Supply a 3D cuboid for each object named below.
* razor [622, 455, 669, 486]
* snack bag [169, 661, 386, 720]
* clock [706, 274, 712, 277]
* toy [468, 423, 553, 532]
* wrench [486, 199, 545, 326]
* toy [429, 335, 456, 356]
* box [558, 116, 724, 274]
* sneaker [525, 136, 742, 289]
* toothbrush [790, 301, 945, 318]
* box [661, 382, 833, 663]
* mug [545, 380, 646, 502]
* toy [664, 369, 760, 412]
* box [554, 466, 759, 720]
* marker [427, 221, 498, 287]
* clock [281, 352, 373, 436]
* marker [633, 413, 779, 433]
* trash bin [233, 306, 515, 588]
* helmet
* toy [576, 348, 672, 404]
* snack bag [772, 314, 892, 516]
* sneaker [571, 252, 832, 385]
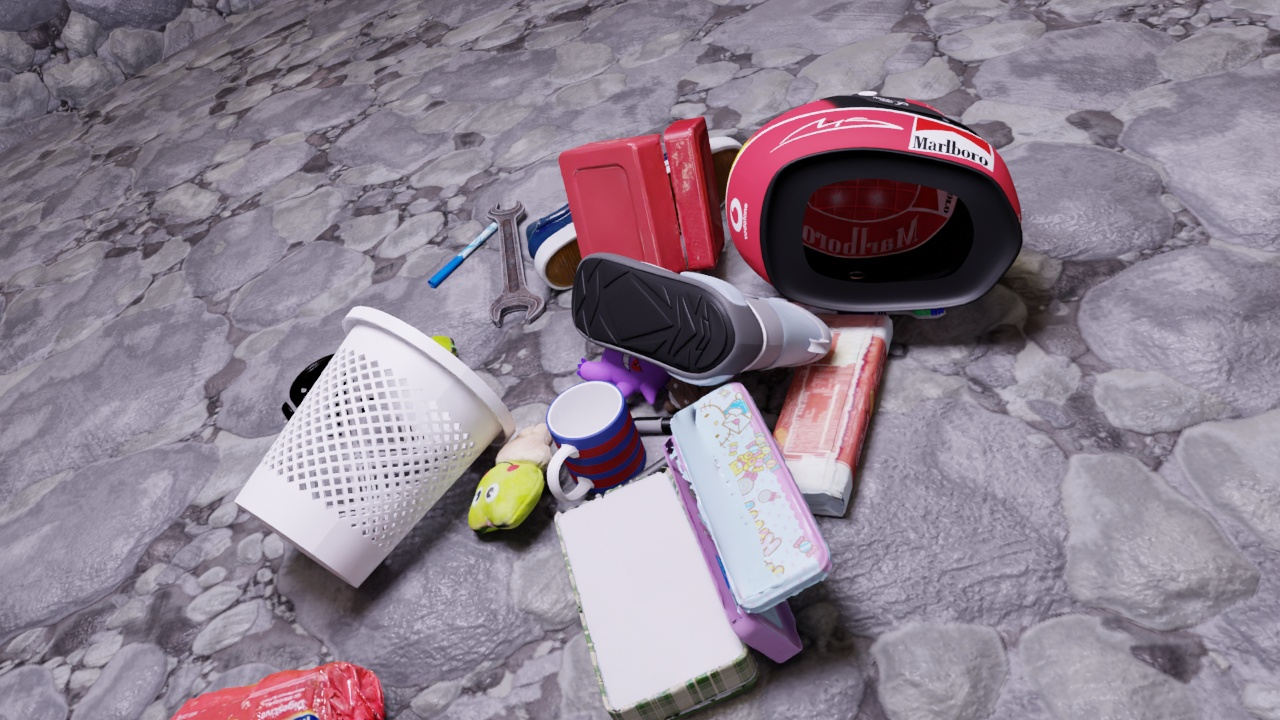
[{"bbox_3d":[0.015,0.101,0.832,0.144,0.022,0.043,-32,61,-8],"label":"razor"},{"bbox_3d":[-0.285,0.286,0.713,0.176,0.082,0.082,-18,40,2],"label":"snack bag"},{"bbox_3d":[0.043,-0.055,0.992,0.123,0.035,0.094,-12,40,9],"label":"clock"},{"bbox_3d":[-0.115,0.106,0.851,0.092,0.043,0.117,-22,36,50],"label":"toy"},{"bbox_3d":[-0.166,-0.131,1.177,0.070,0.010,0.272,-16,42,1],"label":"wrench"},{"bbox_3d":[-0.252,-0.002,1.059,0.093,0.036,0.094,-20,33,9],"label":"toy"},{"bbox_3d":[0.000,-0.170,1.003,0.165,0.157,0.151,-8,17,9],"label":"box"},{"bbox_3d":[-0.013,-0.202,1.130,0.294,0.121,0.127,-29,53,-5],"label":"sneaker"},{"bbox_3d":[0.212,-0.052,0.931,0.187,0.016,0.015,2,45,25],"label":"toothbrush"},{"bbox_3d":[0.089,0.113,0.714,0.093,0.089,0.214,-40,36,14],"label":"box"},{"bbox_3d":[-0.048,0.084,0.840,0.075,0.076,0.111,8,47,30],"label":"mug"},{"bbox_3d":[0.067,0.017,0.889,0.101,0.055,0.041,-33,78,-6],"label":"toy"},{"bbox_3d":[0.006,0.184,0.728,0.117,0.050,0.205,-25,39,-2],"label":"box"},{"bbox_3d":[-0.234,-0.146,1.230,0.013,0.013,0.141,15,51,35],"label":"marker"},{"bbox_3d":[-0.355,0.044,1.043,0.091,0.042,0.120,5,46,27],"label":"clock"},{"bbox_3d":[0.061,0.060,0.868,0.141,0.016,0.016,-3,43,20],"label":"marker"},{"bbox_3d":[-0.254,0.089,0.854,0.196,0.195,0.199,17,62,36],"label":"trash bin"},{"bbox_3d":[0.221,-0.157,0.898,0.271,0.198,0.224,4,28,15],"label":"helmet"},{"bbox_3d":[-0.005,0.005,0.929,0.088,0.056,0.105,14,63,31],"label":"toy"},{"bbox_3d":[0.170,0.042,0.826,0.078,0.041,0.224,3,47,27],"label":"snack bag"},{"bbox_3d":[0.054,-0.043,0.878,0.160,0.093,0.257,2,13,-37],"label":"sneaker"}]
